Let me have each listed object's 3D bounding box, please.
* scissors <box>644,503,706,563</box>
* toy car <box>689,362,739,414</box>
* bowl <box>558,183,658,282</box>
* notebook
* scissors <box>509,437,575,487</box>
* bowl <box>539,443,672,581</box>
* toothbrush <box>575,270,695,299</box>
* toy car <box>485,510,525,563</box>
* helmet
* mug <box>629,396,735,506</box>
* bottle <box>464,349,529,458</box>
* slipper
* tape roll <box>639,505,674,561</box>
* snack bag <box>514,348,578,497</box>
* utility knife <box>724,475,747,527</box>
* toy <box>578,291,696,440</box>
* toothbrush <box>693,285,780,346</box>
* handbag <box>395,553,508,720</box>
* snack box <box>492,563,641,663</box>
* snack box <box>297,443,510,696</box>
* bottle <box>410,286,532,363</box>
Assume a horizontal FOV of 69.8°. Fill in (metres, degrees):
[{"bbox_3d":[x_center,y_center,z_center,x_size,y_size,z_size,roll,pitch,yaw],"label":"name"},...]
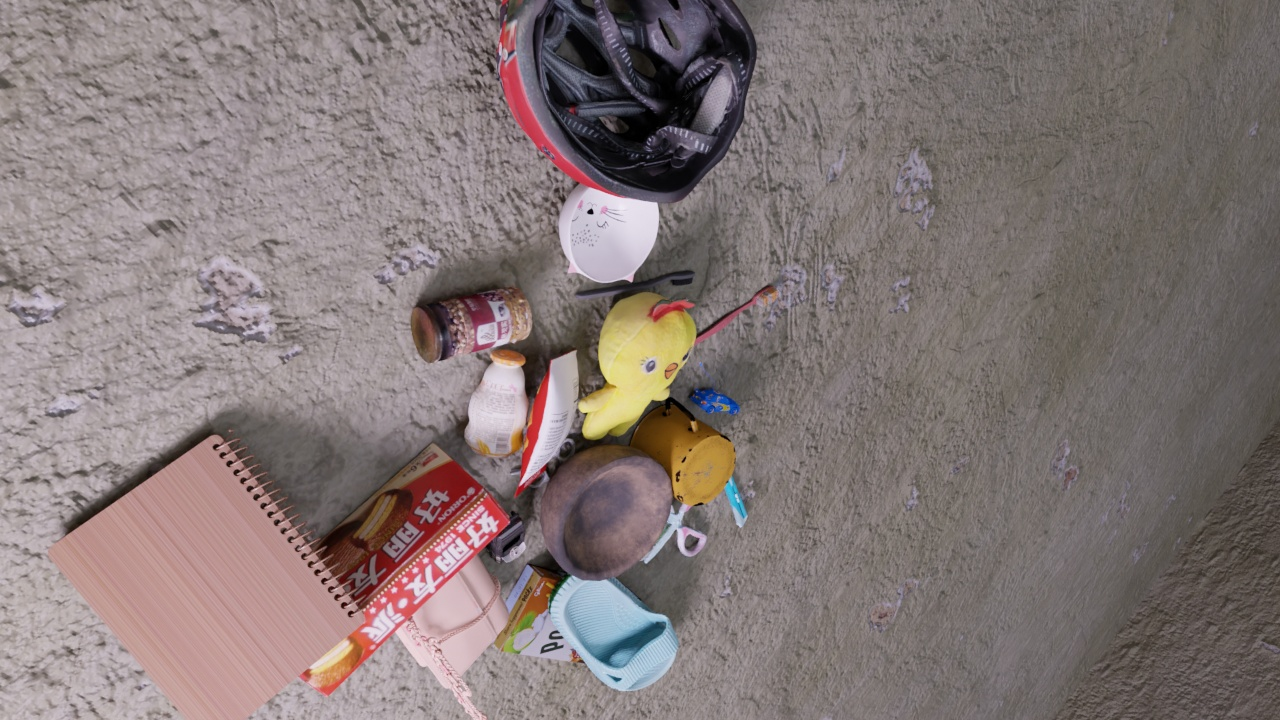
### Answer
[{"bbox_3d":[0.060,0.214,1.218,0.170,0.013,0.175,-50,143,-29],"label":"scissors"},{"bbox_3d":[0.097,0.034,1.165,0.091,0.033,0.062,5,114,-41],"label":"toy car"},{"bbox_3d":[-0.041,-0.143,0.954,0.114,0.051,0.115,-18,121,-33],"label":"bowl"},{"bbox_3d":[-0.360,0.190,0.786,0.168,0.022,0.210,-38,96,-18],"label":"notebook"},{"bbox_3d":[-0.088,0.155,1.085,0.120,0.014,0.160,-31,124,-26],"label":"scissors"},{"bbox_3d":[-0.047,0.168,1.065,0.161,0.070,0.162,-17,121,-32],"label":"bowl"},{"bbox_3d":[-0.003,-0.085,1.041,0.167,0.013,0.013,-12,126,-36],"label":"toothbrush"},{"bbox_3d":[-0.147,0.200,1.022,0.040,0.037,0.092,-35,162,-24],"label":"toy car"},{"bbox_3d":[-0.020,-0.266,0.831,0.271,0.167,0.217,26,93,-44],"label":"helmet"},{"bbox_3d":[0.053,0.107,1.123,0.100,0.094,0.124,-22,123,-31],"label":"mug"},{"bbox_3d":[-0.145,0.044,0.948,0.063,0.063,0.109,-2,111,-40],"label":"bottle"},{"bbox_3d":[-0.022,0.349,1.152,0.116,0.069,0.276,-44,131,-11],"label":"slipper"},{"bbox_3d":[0.003,0.216,1.187,0.093,0.018,0.094,-17,121,-33],"label":"tape roll"},{"bbox_3d":[-0.095,0.063,0.973,0.130,0.039,0.144,-37,143,-80],"label":"snack bag"},{"bbox_3d":[0.123,0.175,1.271,0.022,0.015,0.149,-50,134,-32],"label":"utility knife"},{"bbox_3d":[-0.006,0.006,1.033,0.133,0.092,0.208,-11,127,-49],"label":"toy"},{"bbox_3d":[0.104,-0.045,1.149,0.184,0.016,0.015,-32,134,-22],"label":"toothbrush"},{"bbox_3d":[-0.167,0.289,0.963,0.116,0.187,0.199,-41,135,-26],"label":"handbag"},{"bbox_3d":[-0.091,0.322,1.150,0.186,0.032,0.101,27,92,-44],"label":"snack box"},{"bbox_3d":[-0.253,0.198,0.898,0.236,0.113,0.060,-43,132,-16],"label":"snack box"},{"bbox_3d":[-0.165,-0.036,0.898,0.105,0.056,0.056,-16,120,-34],"label":"bottle"}]
